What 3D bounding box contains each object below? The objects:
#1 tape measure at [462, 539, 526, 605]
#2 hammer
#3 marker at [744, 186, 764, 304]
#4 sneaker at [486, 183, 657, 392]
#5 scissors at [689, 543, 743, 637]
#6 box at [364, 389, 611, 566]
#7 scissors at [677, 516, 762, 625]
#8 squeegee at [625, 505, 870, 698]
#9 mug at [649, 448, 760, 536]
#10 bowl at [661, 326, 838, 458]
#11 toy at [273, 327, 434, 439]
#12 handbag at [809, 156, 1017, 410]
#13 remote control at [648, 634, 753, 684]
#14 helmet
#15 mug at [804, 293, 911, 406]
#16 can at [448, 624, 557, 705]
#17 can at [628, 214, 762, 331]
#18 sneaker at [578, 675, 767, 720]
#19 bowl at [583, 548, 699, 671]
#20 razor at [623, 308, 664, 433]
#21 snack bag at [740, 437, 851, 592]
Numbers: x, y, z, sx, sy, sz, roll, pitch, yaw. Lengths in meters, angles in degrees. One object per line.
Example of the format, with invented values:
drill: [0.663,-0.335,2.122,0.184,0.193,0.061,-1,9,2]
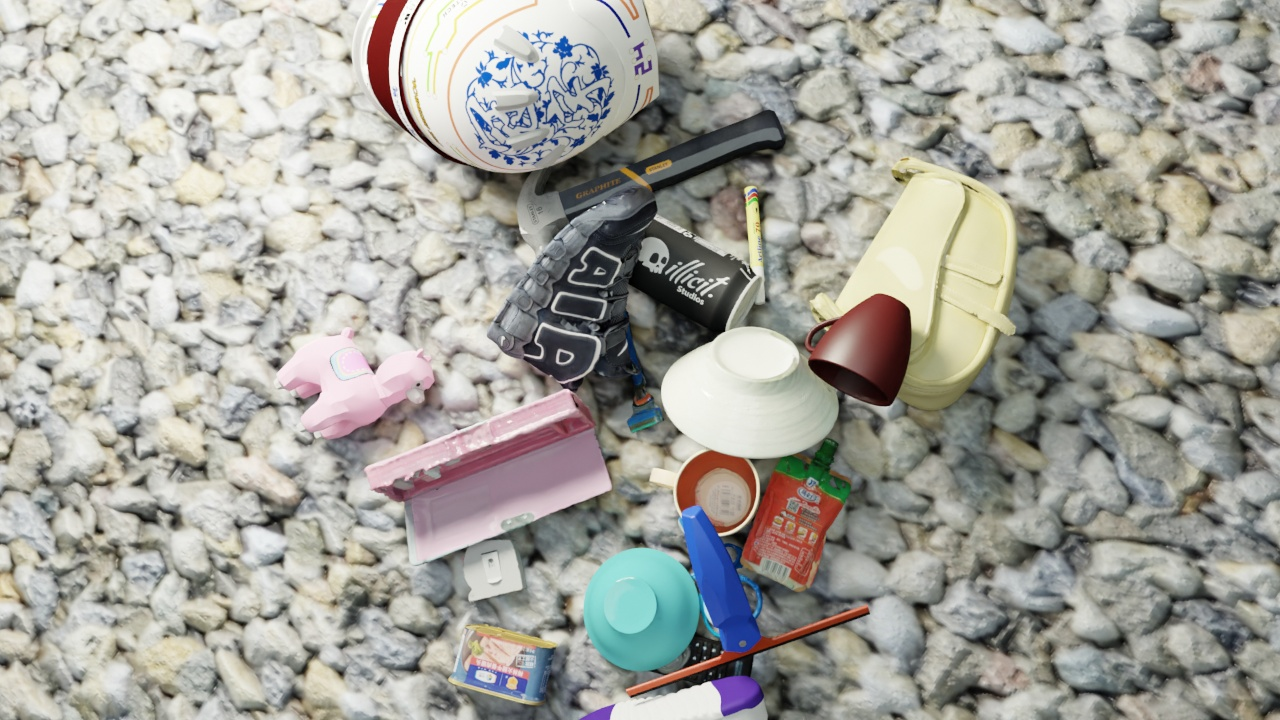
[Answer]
tape measure: [-0.156,0.221,0.971,0.060,0.020,0.062,-15,76,5]
hammer: [0.012,-0.201,1.028,0.312,0.035,0.139,-20,74,4]
marker: [0.126,-0.126,1.003,0.014,0.014,0.132,-5,78,8]
sneaker: [-0.041,-0.054,0.935,0.151,0.097,0.253,45,126,1]
scissors: [0.054,0.222,0.944,0.130,0.014,0.115,26,87,17]
box: [-0.152,0.127,0.953,0.232,0.099,0.112,-21,71,2]
scissors: [0.074,0.212,0.927,0.061,0.023,0.126,-33,71,5]
squeegee: [0.077,0.215,0.853,0.249,0.055,0.185,-20,111,3]
mug: [0.064,0.129,0.913,0.111,0.104,0.085,14,80,12]
bowl: [0.110,0.015,0.903,0.176,0.058,0.176,1,39,-1]
toy: [-0.311,0.020,1.014,0.157,0.067,0.123,-32,74,-3]
handbag: [0.293,-0.081,0.932,0.191,0.088,0.232,30,85,16]
remote control: [0.042,0.297,0.925,0.140,0.021,0.045,10,77,15]
helmet: [-0.138,-0.312,0.960,0.314,0.231,0.235,-20,48,-4]
mug: [0.208,-0.019,0.873,0.114,0.087,0.088,20,76,47]
can: [-0.139,0.307,0.933,0.100,0.054,0.059,10,79,10]
can: [0.048,-0.092,0.973,0.146,0.080,0.080,30,84,14]
sneaker: [0.016,0.392,0.881,0.244,0.091,0.111,-20,92,12]
bowl: [-0.005,0.246,0.915,0.121,0.046,0.121,-4,71,13]
razor: [-0.006,0.006,0.994,0.044,0.018,0.140,-22,72,29]
snack bag: [0.163,0.150,0.923,0.087,0.044,0.155,26,83,-12]
